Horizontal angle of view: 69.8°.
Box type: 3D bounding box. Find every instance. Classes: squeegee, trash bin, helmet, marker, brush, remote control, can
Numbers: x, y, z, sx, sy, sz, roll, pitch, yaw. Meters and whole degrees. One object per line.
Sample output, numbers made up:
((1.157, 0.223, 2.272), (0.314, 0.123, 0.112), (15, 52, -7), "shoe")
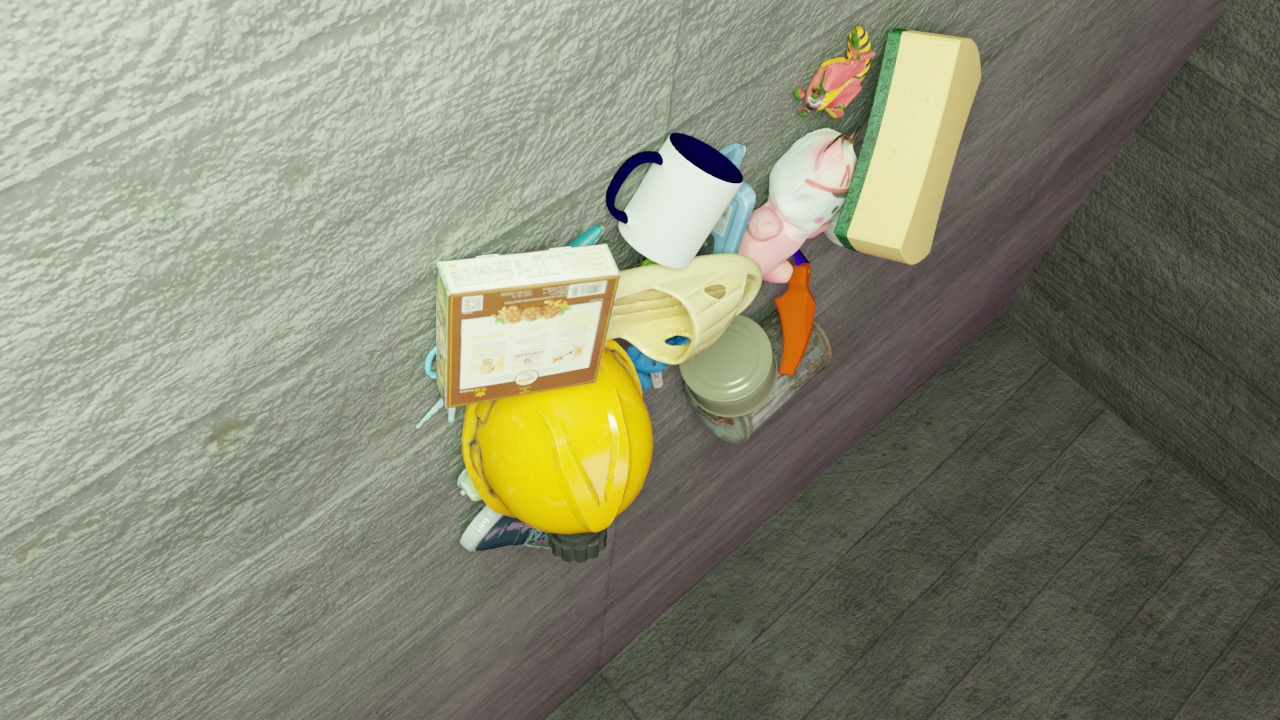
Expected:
((0.211, -0.071, 1.255), (0.249, 0.055, 0.184), (20, 78, -68), "squeegee")
((0.172, 0.024, 1.376), (0.210, 0.131, 0.131), (-37, 159, -24), "trash bin")
((-0.067, 0.104, 0.943), (0.205, 0.131, 0.256), (-16, 131, -20), "helmet")
((0.017, 0.003, 1.195), (0.017, 0.017, 0.145), (-41, 160, -11), "marker")
((0.310, -0.240, 1.053), (0.194, 0.075, 0.250), (-11, 117, -63), "brush")
((0.035, -0.087, 0.986), (0.147, 0.015, 0.033), (-45, -151, 51), "remote control")
((0.118, 0.006, 1.238), (0.127, 0.128, 0.073), (-43, 158, -4), "can")

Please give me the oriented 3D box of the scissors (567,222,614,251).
((-0.082, -0.075, 0.850), (0.130, 0.019, 0.150), (-20, 150, -45), "scissors")

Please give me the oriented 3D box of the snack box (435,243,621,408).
((-0.100, -0.028, 0.784), (0.143, 0.041, 0.147), (-10, 143, -20), "snack box")

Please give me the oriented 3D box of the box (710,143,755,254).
((0.083, -0.136, 0.992), (0.078, 0.072, 0.211), (-48, 164, -35), "box")

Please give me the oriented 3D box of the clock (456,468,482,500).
((-0.158, 0.112, 1.033), (0.119, 0.042, 0.095), (-23, 150, -45), "clock")

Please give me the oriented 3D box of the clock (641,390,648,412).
((-0.058, 0.088, 1.151), (0.130, 0.086, 0.161), (-33, 148, -29), "clock")

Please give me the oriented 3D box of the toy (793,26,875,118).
((0.205, -0.292, 0.946), (0.103, 0.046, 0.084), (-50, 147, 0), "toy")

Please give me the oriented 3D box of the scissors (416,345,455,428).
((-0.163, 0.015, 0.869), (0.119, 0.015, 0.139), (-24, 157, -26), "scissors")

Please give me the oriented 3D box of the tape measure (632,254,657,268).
((0.006, -0.089, 0.953), (0.066, 0.036, 0.058), (-44, -179, 35), "tape measure")

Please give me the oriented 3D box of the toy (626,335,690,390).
((-0.006, 0.006, 1.050), (0.176, 0.071, 0.112), (-47, -167, 7), "toy")

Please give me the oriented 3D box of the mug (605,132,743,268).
((0.023, -0.149, 0.837), (0.111, 0.078, 0.097), (12, 126, -33), "mug")

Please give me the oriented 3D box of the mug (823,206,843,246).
((0.266, -0.200, 1.187), (0.082, 0.082, 0.105), (-48, 159, 8), "mug")

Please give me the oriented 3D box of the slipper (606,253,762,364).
((0.028, -0.044, 0.905), (0.260, 0.079, 0.112), (-9, 148, -33), "slipper")

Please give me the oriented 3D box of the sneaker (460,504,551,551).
((-0.130, 0.206, 1.204), (0.234, 0.087, 0.089), (-24, 151, -46), "sneaker")

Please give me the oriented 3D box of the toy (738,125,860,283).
((0.177, -0.177, 1.056), (0.141, 0.084, 0.214), (-16, 147, -54), "toy")
